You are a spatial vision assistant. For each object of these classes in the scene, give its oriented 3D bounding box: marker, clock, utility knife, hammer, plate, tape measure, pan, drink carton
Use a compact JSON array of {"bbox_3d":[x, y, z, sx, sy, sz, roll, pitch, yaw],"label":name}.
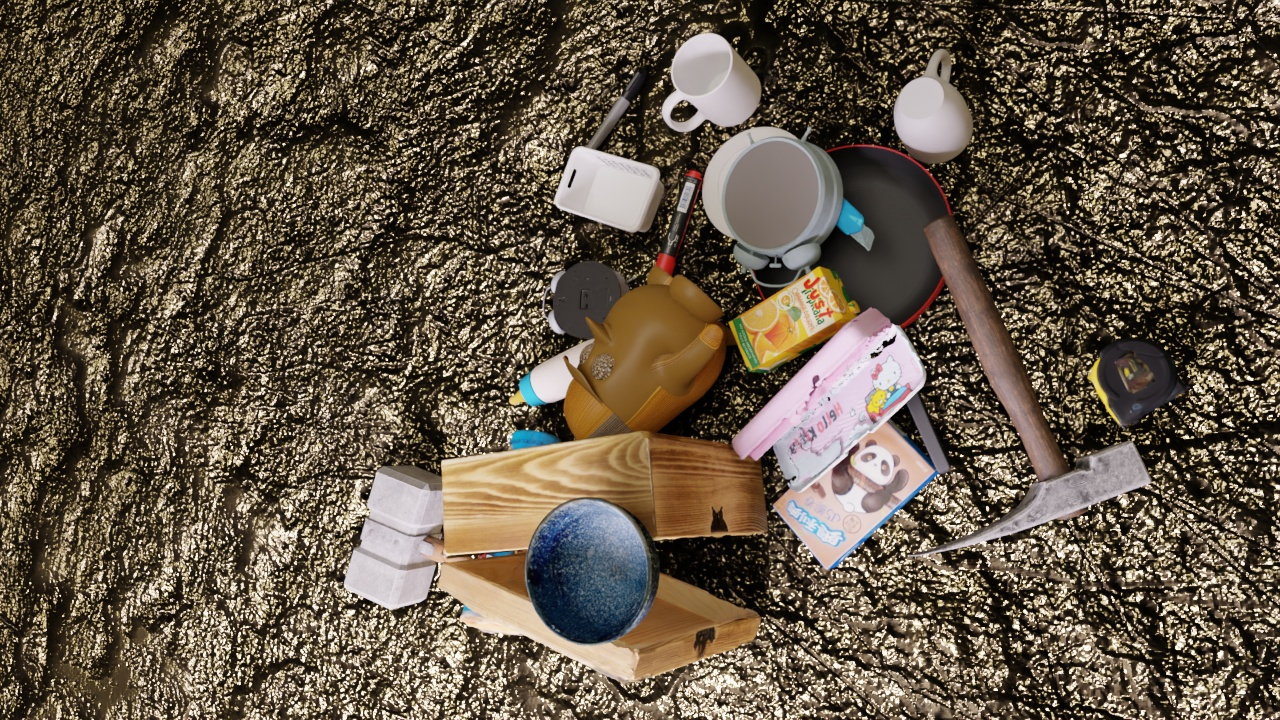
[{"bbox_3d":[0.043,-0.153,1.083,0.023,0.021,0.145,21,93,51],"label":"marker"},{"bbox_3d":[0.143,-0.155,0.948,0.123,0.045,0.159,5,93,38],"label":"clock"},{"bbox_3d":[0.183,-0.174,0.955,0.031,0.015,0.173,-48,62,17],"label":"utility knife"},{"bbox_3d":[-0.201,0.255,1.132,0.318,0.082,0.162,17,91,21],"label":"hammer"},{"bbox_3d":[0.130,-0.203,1.049,0.135,0.011,0.134,-4,81,28],"label":"plate"},{"bbox_3d":[-0.034,-0.307,1.146,0.016,0.022,0.139,40,101,17],"label":"marker"},{"bbox_3d":[-0.068,-0.072,1.124,0.123,0.035,0.094,1,83,29],"label":"clock"},{"bbox_3d":[0.300,0.016,0.851,0.217,0.037,0.300,-20,78,0],"label":"hammer"},{"bbox_3d":[0.448,0.016,0.832,0.072,0.042,0.072,-39,64,21],"label":"tape measure"},{"bbox_3d":[0.243,-0.053,0.936,0.209,0.067,0.356,-27,71,23],"label":"pan"},{"bbox_3d":[0.157,-0.041,0.932,0.123,0.041,0.058,-32,68,31],"label":"drink carton"}]

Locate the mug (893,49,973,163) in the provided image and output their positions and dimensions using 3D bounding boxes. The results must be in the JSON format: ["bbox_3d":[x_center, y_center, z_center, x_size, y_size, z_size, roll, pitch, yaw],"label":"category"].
[{"bbox_3d":[0.295,-0.265,0.925,0.071,0.089,0.107,11,88,29],"label":"mug"}]

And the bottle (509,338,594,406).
[{"bbox_3d":[-0.102,0.022,1.118,0.146,0.051,0.051,-26,71,23],"label":"bottle"}]

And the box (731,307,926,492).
[{"bbox_3d":[0.188,0.048,0.896,0.095,0.087,0.203,47,127,10],"label":"box"}]

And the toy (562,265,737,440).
[{"bbox_3d":[-0.006,0.006,0.997,0.203,0.162,0.199,-50,24,-2],"label":"toy"}]

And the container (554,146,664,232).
[{"bbox_3d":[-0.032,-0.203,1.114,0.129,0.049,0.081,22,93,29],"label":"container"}]

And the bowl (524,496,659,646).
[{"bbox_3d":[-0.030,0.168,0.740,0.114,0.060,0.114,-5,79,26],"label":"bowl"}]

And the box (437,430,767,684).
[{"bbox_3d":[-0.037,0.195,0.931,0.258,0.278,0.215,-8,80,27],"label":"box"}]

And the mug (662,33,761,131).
[{"bbox_3d":[0.074,-0.306,1.049,0.111,0.090,0.073,-38,67,18],"label":"mug"}]

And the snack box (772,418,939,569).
[{"bbox_3d":[0.220,0.132,0.941,0.151,0.034,0.087,-47,64,15],"label":"snack box"}]

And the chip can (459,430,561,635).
[{"bbox_3d":[-0.141,0.199,1.067,0.080,0.080,0.229,-1,63,28],"label":"chip can"}]
